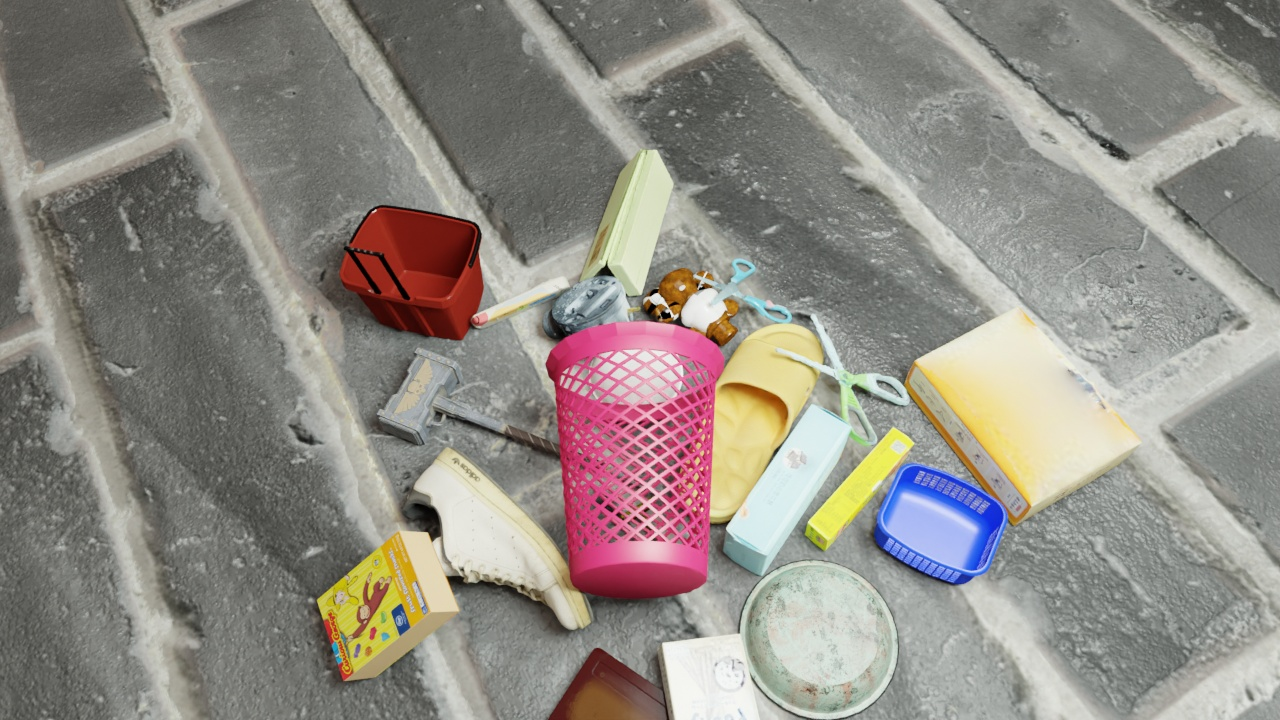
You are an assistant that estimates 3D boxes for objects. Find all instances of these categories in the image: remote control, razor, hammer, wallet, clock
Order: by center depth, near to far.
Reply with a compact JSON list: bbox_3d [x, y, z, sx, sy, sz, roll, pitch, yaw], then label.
[{"bbox_3d":[-0.020,0.344,0.878,0.115,0.018,0.091,29,66,16],"label":"wallet"},{"bbox_3d":[0.024,0.195,0.957,0.042,0.026,0.106,-30,68,-16],"label":"razor"},{"bbox_3d":[-0.126,0.085,1.017,0.322,0.044,0.098,20,64,11],"label":"hammer"},{"bbox_3d":[-0.064,-0.057,1.072,0.129,0.052,0.090,18,54,44],"label":"clock"},{"bbox_3d":[-0.144,-0.069,1.102,0.125,0.038,0.018,-25,84,-10],"label":"remote control"}]

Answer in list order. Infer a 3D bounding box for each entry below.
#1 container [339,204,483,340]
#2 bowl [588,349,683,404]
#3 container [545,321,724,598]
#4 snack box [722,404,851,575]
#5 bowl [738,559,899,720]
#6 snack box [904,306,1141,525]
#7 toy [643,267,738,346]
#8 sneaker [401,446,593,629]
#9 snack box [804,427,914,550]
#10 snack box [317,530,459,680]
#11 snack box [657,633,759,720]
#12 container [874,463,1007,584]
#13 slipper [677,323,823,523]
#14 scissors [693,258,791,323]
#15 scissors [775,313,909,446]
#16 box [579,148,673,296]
[{"bbox_3d":[-0.261,-0.114,1.041,0.148,0.201,0.126,12,62,9],"label":"container"},{"bbox_3d":[-0.006,0.006,1.052,0.110,0.041,0.109,-1,61,2],"label":"bowl"},{"bbox_3d":[-0.003,0.105,0.897,0.183,0.183,0.225,-2,62,2],"label":"container"},{"bbox_3d":[0.152,0.134,0.953,0.053,0.075,0.174,31,67,17],"label":"snack box"},{"bbox_3d":[0.176,0.266,0.898,0.157,0.039,0.157,-1,61,2],"label":"bowl"},{"bbox_3d":[0.406,0.052,0.983,0.145,0.081,0.195,-27,63,-11],"label":"snack box"},{"bbox_3d":[0.065,-0.062,1.079,0.087,0.067,0.112,-40,75,-18],"label":"toy"},{"bbox_3d":[-0.153,0.194,0.926,0.102,0.089,0.241,-40,65,-20],"label":"sneaker"},{"bbox_3d":[0.231,0.135,0.968,0.029,0.040,0.147,39,70,22],"label":"snack box"},{"bbox_3d":[-0.249,0.240,0.898,0.126,0.040,0.088,-40,62,18],"label":"snack box"},{"bbox_3d":[0.070,0.338,0.863,0.082,0.026,0.149,-4,60,-13],"label":"snack box"},{"bbox_3d":[0.301,0.169,0.935,0.114,0.058,0.096,25,65,16],"label":"container"},{"bbox_3d":[0.119,0.052,1.000,0.099,0.078,0.262,22,64,17],"label":"slipper"},{"bbox_3d":[0.119,-0.090,1.088,0.136,0.015,0.125,23,39,-25],"label":"scissors"},{"bbox_3d":[0.228,0.020,1.014,0.168,0.023,0.171,-4,61,-25],"label":"scissors"},{"bbox_3d":[-0.012,-0.175,1.137,0.089,0.078,0.187,13,61,10],"label":"box"}]
